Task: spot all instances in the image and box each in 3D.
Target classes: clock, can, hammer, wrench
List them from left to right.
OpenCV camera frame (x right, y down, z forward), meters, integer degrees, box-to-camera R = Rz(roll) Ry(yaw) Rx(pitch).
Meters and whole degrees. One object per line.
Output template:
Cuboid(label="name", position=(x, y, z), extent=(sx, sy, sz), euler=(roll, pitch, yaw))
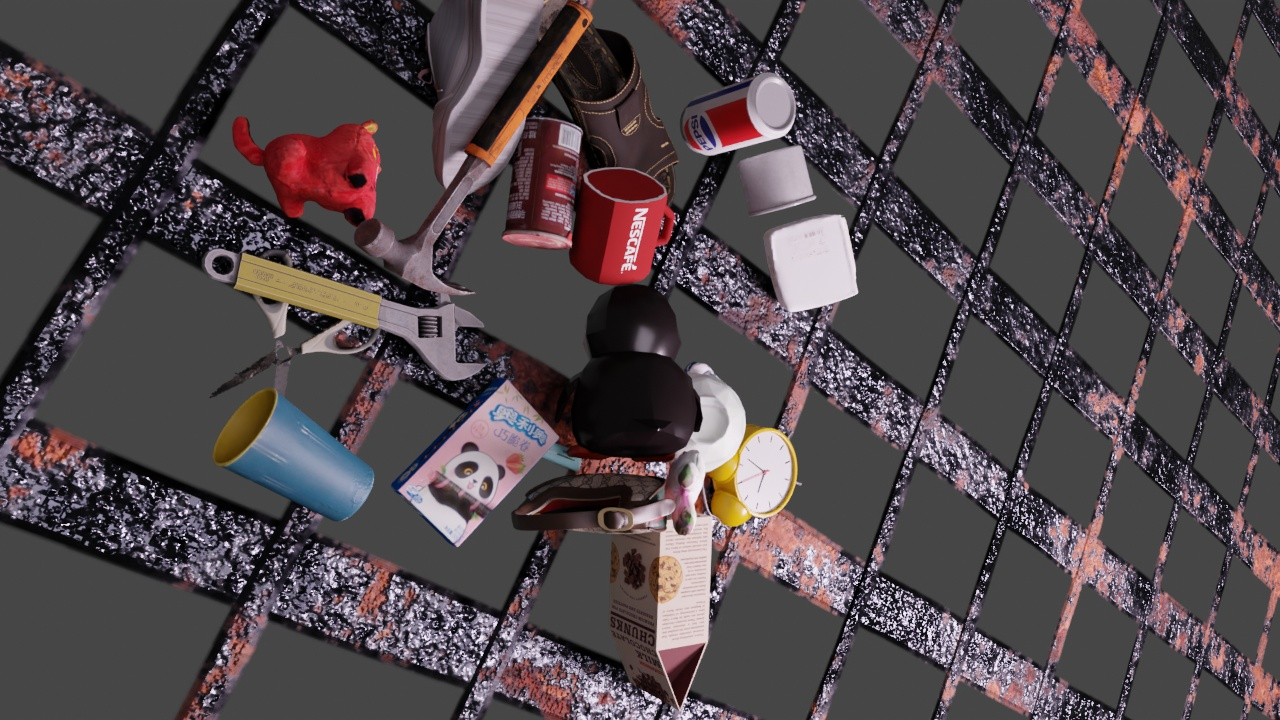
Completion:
Cuboid(label="wrench", position=(-0.263, -0.046, 0.849), extent=(0.273, 0.018, 0.083), euler=(17, 77, -34))
Cuboid(label="hammer", position=(-0.135, -0.203, 0.877), extent=(0.314, 0.035, 0.138), euler=(-58, 146, -8))
Cuboid(label="can", position=(0.109, -0.277, 1.042), extent=(0.070, 0.132, 0.070), euler=(-1, 92, -34))
Cuboid(label="clock", position=(0.132, 0.140, 1.120), extent=(0.151, 0.052, 0.113), euler=(-17, 101, -37))

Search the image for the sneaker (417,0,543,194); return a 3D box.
Cuboid(label="sneaker", position=(-0.168, -0.284, 0.895), extent=(0.099, 0.089, 0.236), euler=(0, 113, -48))

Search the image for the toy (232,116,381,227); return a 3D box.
Cuboid(label="toy", position=(-0.295, -0.183, 0.825), extent=(0.133, 0.088, 0.093), euler=(19, 47, -15))

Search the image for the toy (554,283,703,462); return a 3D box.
Cuboid(label="toy", position=(-0.006, 0.005, 0.960), extent=(0.159, 0.140, 0.184), euler=(5, 74, -18))

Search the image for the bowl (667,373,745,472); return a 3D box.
Cuboid(label="bowl", position=(0.068, 0.069, 1.040), extent=(0.117, 0.061, 0.117), euler=(1, 84, -7))

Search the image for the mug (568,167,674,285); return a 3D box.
Cuboid(label="mug", position=(-0.012, -0.145, 0.972), extent=(0.116, 0.080, 0.097), euler=(-14, 134, -34))

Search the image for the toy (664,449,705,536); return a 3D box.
Cuboid(label="toy", position=(0.046, 0.130, 0.962), extent=(0.038, 0.122, 0.079), euler=(12, 103, -4))

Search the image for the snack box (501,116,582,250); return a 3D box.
Cuboid(label="snack box", position=(-0.100, -0.180, 0.942), extent=(0.072, 0.072, 0.121), euler=(9, 85, -34))

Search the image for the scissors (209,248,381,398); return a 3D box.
Cuboid(label="scissors", position=(-0.317, -0.023, 0.833), extent=(0.170, 0.013, 0.157), euler=(-23, 103, -31))

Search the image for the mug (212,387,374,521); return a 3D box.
Cuboid(label="mug", position=(-0.301, 0.089, 0.811), extent=(0.121, 0.078, 0.078), euler=(45, 67, -36))

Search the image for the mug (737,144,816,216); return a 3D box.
Cuboid(label="mug", position=(0.168, -0.220, 1.124), extent=(0.113, 0.084, 0.070), euler=(-35, 112, -65))

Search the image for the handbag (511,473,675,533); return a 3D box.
Cuboid(label="handbag", position=(-0.049, 0.152, 0.925), extent=(0.138, 0.167, 0.063), euler=(-11, 97, -55))

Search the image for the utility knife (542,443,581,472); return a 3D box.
Cuboid(label="utility knife", position=(-0.122, 0.086, 0.970), extent=(0.141, 0.015, 0.022), euler=(25, 79, -29))

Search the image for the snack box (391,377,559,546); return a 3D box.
Cuboid(label="snack box", position=(-0.163, 0.101, 0.921), extent=(0.154, 0.033, 0.088), euler=(-47, 113, -18))

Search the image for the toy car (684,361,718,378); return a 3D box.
Cuboid(label="toy car", position=(0.086, 0.037, 1.099), extent=(0.090, 0.027, 0.038), euler=(44, 70, -27))

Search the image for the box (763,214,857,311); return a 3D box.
Cuboid(label="box", position=(0.233, -0.138, 1.176), extent=(0.152, 0.132, 0.107), euler=(-16, 104, -1))

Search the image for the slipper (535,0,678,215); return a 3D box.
Cuboid(label="slipper", position=(-0.031, -0.273, 0.982), extent=(0.112, 0.076, 0.268), euler=(-42, 113, -26))

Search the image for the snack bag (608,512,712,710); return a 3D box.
Cuboid(label="snack bag", position=(0.020, 0.271, 1.020), extent=(0.069, 0.094, 0.206), euler=(2, 90, -34))
